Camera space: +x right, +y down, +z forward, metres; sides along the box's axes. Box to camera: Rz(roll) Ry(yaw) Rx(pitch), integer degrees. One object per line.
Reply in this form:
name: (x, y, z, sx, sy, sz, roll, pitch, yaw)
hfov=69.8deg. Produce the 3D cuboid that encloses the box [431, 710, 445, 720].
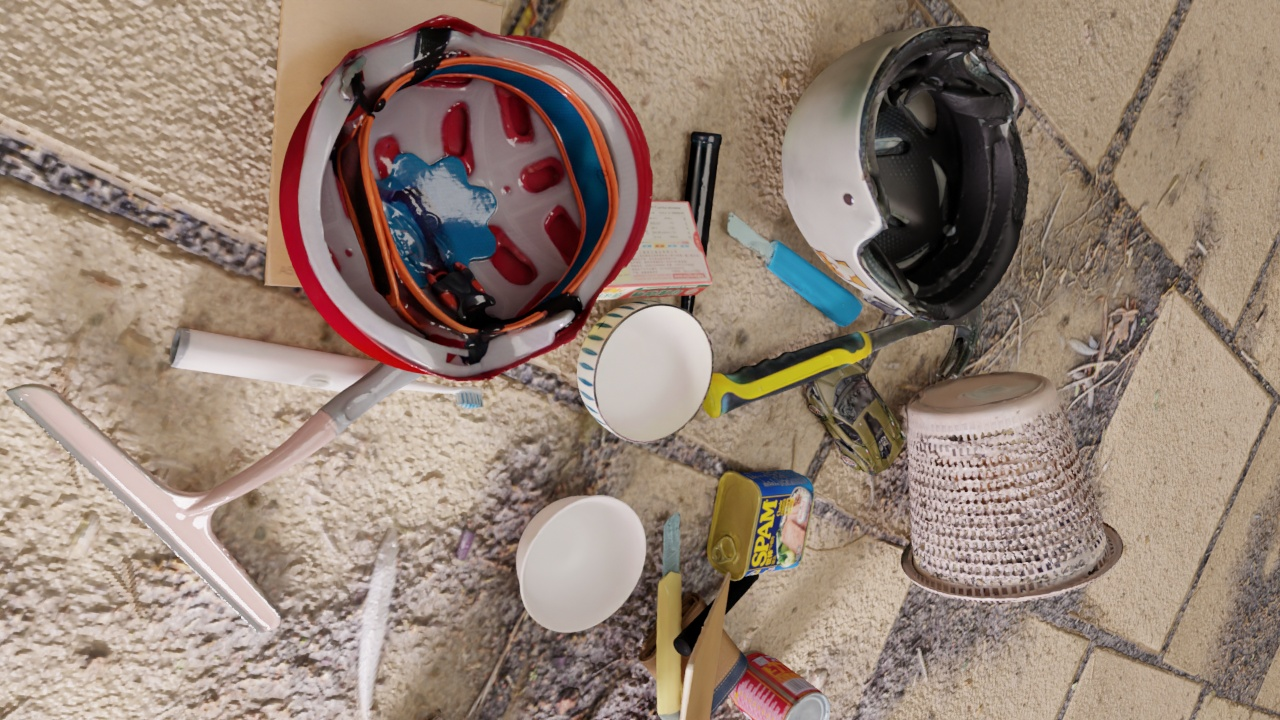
box: (-0.084, 0.367, 0.743, 0.193, 0.183, 0.157, -33, 120, -24)

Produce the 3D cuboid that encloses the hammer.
hammer: (0.204, -0.008, 0.894, 0.322, 0.032, 0.126, -19, 103, -20)

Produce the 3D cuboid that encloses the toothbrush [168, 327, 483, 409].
toothbrush: (-0.210, 0.010, 0.648, 0.220, 0.027, 0.026, 12, 56, -36)

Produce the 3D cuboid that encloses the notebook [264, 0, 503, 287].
notebook: (-0.176, -0.151, 0.634, 0.149, 0.012, 0.211, 1, 103, -33)

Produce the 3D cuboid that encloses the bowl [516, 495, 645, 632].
bowl: (-0.062, 0.159, 0.769, 0.118, 0.065, 0.118, -10, 109, -33)

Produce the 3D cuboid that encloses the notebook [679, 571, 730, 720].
notebook: (0.051, 0.314, 0.822, 0.147, 0.008, 0.208, -45, 143, -65)

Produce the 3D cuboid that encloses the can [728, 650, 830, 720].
can: (0.139, 0.348, 0.944, 0.066, 0.094, 0.066, -11, 110, -32)

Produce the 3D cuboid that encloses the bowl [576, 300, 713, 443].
bowl: (-0.005, 0.004, 0.762, 0.116, 0.066, 0.116, -9, 108, -32)

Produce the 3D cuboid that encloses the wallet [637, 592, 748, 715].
wallet: (0.053, 0.297, 0.910, 0.090, 0.033, 0.115, -44, 123, -19)

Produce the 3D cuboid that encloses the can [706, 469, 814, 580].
can: (0.119, 0.158, 0.899, 0.083, 0.057, 0.102, 1, 104, -37)

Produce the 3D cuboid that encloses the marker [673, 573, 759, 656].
marker: (0.075, 0.239, 0.889, 0.131, 0.020, 0.022, -32, 102, -46)

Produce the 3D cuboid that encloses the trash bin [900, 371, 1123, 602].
trash bin: (0.379, 0.122, 0.985, 0.227, 0.228, 0.192, -20, 101, -29)

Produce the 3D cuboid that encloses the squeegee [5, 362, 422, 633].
squeegee: (-0.219, 0.044, 0.616, 0.249, 0.040, 0.248, -37, 126, -14)

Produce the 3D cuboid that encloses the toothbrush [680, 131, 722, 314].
toothbrush: (0.044, -0.089, 0.794, 0.027, 0.026, 0.213, 7, 103, 0)

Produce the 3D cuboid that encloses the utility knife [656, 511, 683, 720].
utility knife: (0.030, 0.244, 0.858, 0.030, 0.021, 0.207, -4, 102, -35)

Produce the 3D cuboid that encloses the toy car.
toy car: (0.224, 0.057, 0.951, 0.070, 0.042, 0.158, -50, 122, -13)

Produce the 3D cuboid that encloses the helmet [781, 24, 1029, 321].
helmet: (0.220, -0.164, 0.812, 0.274, 0.157, 0.230, 32, 83, -47)

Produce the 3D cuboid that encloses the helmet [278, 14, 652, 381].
helmet: (-0.120, -0.098, 0.592, 0.239, 0.144, 0.207, -32, 105, -36)

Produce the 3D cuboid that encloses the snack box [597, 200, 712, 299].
snack box: (-0.019, -0.088, 0.726, 0.155, 0.027, 0.077, -5, 72, -33)

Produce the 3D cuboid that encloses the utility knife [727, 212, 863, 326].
utility knife: (0.146, -0.085, 0.867, 0.204, 0.018, 0.034, 30, 88, -38)
